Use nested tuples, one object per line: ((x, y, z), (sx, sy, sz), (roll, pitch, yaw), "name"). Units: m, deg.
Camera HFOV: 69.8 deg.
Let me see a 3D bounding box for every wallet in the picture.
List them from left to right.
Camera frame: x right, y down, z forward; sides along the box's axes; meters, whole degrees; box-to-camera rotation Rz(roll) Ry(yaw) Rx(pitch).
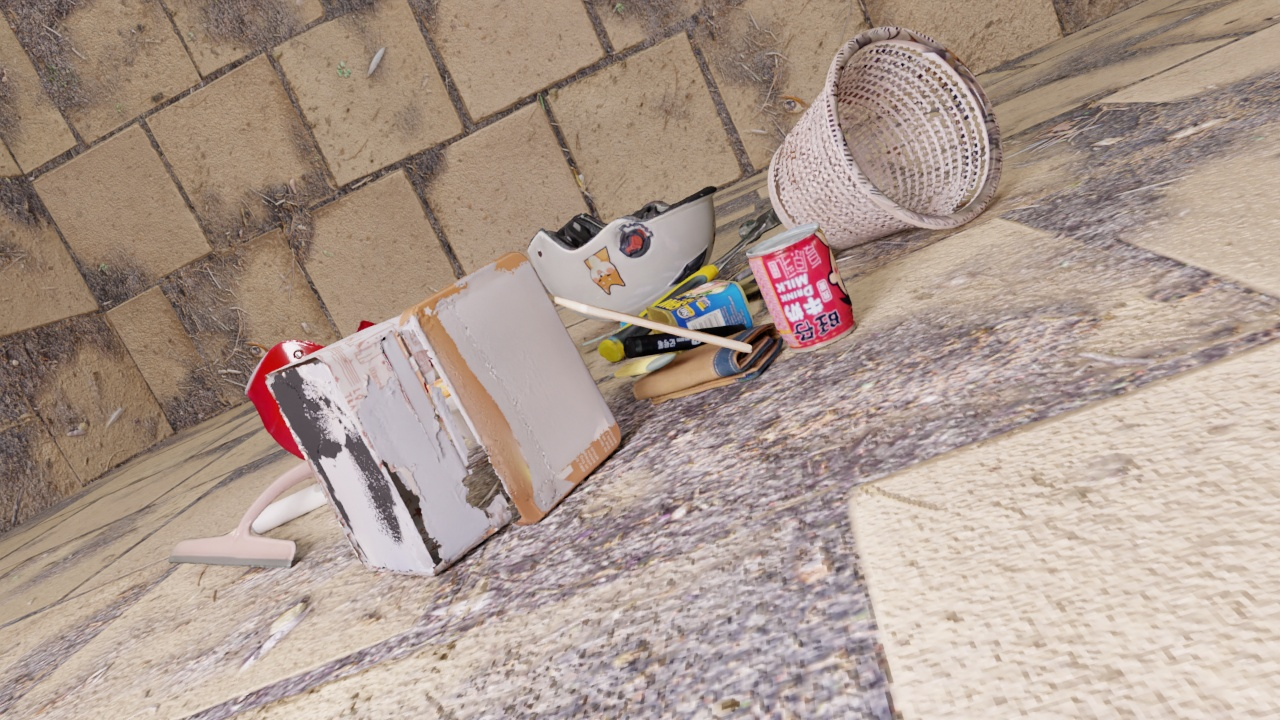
((0.059, 0.004, 0.806), (0.116, 0.033, 0.090), (-17, 11, 37), "wallet")

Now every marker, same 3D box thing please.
((0.043, -0.019, 0.865), (0.131, 0.020, 0.022), (-9, -18, -31), "marker")

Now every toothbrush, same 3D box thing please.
((-0.333, 0.138, 1.029), (0.221, 0.026, 0.026), (-25, -29, 0), "toothbrush")

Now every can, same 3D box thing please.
((0.061, -0.044, 0.953), (0.083, 0.057, 0.102), (-24, 12, -9), "can")
((0.137, -0.060, 0.771), (0.066, 0.094, 0.066), (-23, 12, 5), "can")

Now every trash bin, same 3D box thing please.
((0.253, -0.224, 1.034), (0.227, 0.227, 0.193), (-31, 1, -27), "trash bin")

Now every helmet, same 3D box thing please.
((-0.355, 0.046, 1.145), (0.239, 0.144, 0.208), (-19, -9, -35), "helmet")
((-0.013, -0.137, 1.279), (0.274, 0.157, 0.229), (-11, 13, 12), "helmet")

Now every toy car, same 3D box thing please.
((0.142, -0.098, 1.072), (0.158, 0.042, 0.070), (-21, 11, 30), "toy car")

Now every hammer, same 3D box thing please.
((0.073, -0.102, 1.129), (0.322, 0.032, 0.126), (-40, 7, -27), "hammer")

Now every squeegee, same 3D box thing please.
((-0.361, 0.127, 0.992), (0.248, 0.040, 0.248), (-10, 24, 39), "squeegee")

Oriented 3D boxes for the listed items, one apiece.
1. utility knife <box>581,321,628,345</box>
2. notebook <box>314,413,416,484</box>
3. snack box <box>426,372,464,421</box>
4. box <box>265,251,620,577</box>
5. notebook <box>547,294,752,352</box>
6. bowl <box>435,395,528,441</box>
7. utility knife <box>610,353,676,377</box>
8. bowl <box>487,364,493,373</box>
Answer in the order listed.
((0.013, -0.056, 1.194), (0.205, 0.018, 0.034), (-21, 14, 13), "utility knife")
((-0.351, 0.120, 1.192), (0.149, 0.012, 0.211), (-28, 12, -9), "notebook")
((-0.189, 0.021, 1.161), (0.155, 0.027, 0.077), (-28, -22, -14), "snack box")
((-0.142, 0.035, 0.703), (0.157, 0.183, 0.192), (-11, 17, 48), "box")
((-0.017, -0.038, 0.782), (0.147, 0.008, 0.208), (13, 3, -24), "notebook")
((-0.137, 0.051, 0.914), (0.118, 0.065, 0.118), (-23, 11, 5), "bowl")
((-0.005, 0.005, 0.851), (0.031, 0.021, 0.207), (-26, 8, -13), "utility knife")
((-0.138, 0.015, 1.075), (0.116, 0.066, 0.116), (-25, 11, 5), "bowl")
